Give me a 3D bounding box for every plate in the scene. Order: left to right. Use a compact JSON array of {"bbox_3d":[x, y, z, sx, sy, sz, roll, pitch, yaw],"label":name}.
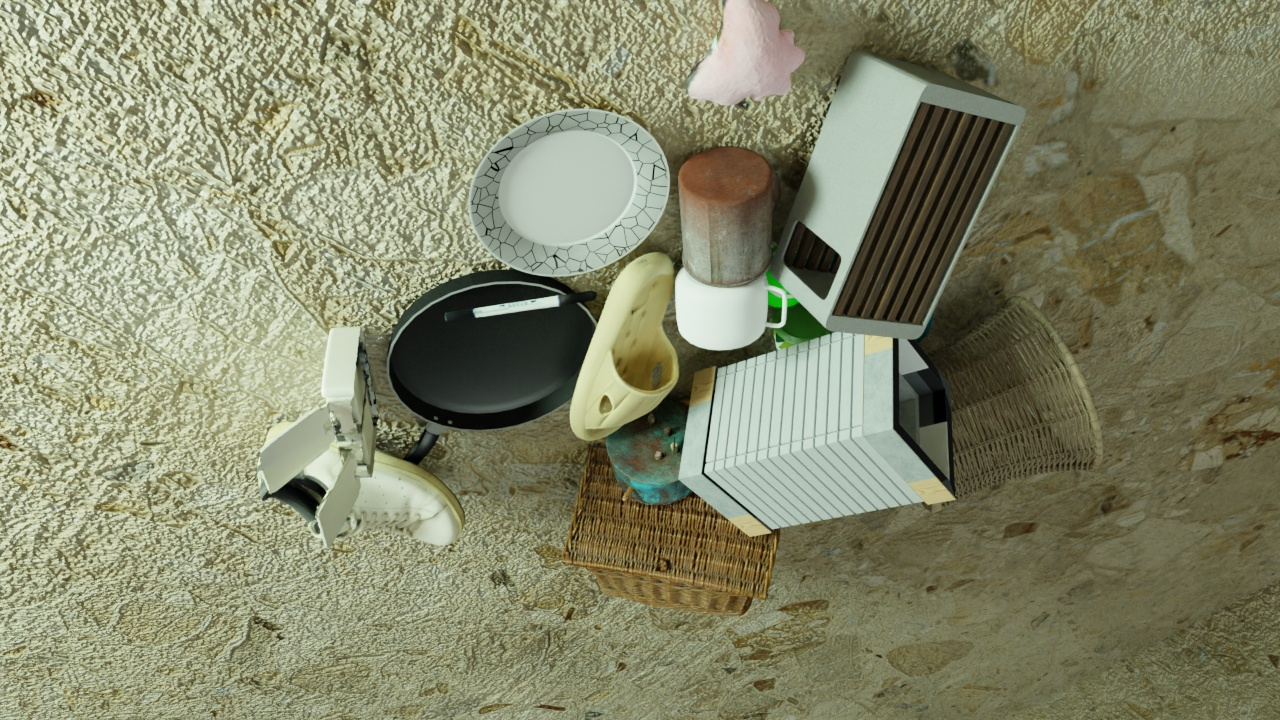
[{"bbox_3d":[-0.066,-0.155,0.856,0.188,0.016,0.189,-11,139,-10],"label":"plate"}]

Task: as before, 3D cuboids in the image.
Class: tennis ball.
[{"bbox_3d":[0.150,-0.089,0.975,0.065,0.065,0.065,-11,139,-10],"label":"tennis ball"}]

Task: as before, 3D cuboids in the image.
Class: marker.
[{"bbox_3d":[-0.116,-0.054,0.906,0.152,0.011,0.011,-9,139,-11],"label":"marker"}]

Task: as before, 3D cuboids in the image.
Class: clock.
[{"bbox_3d":[0.037,0.100,1.103,0.157,0.121,0.073,-21,144,-8],"label":"clock"}]

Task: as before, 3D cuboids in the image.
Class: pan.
[{"bbox_3d":[-0.195,0.034,1.005,0.225,0.034,0.357,21,126,-37],"label":"pan"}]

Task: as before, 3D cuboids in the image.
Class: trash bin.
[{"bbox_3d":[0.189,0.077,0.995,0.248,0.142,0.142,-19,135,35],"label":"trash bin"},{"bbox_3d":[0.230,-0.150,0.854,0.114,0.114,0.229,4,119,-25],"label":"trash bin"}]

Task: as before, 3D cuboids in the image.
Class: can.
[{"bbox_3d":[0.203,-0.008,1.070,0.083,0.083,0.144,-20,140,1],"label":"can"}]

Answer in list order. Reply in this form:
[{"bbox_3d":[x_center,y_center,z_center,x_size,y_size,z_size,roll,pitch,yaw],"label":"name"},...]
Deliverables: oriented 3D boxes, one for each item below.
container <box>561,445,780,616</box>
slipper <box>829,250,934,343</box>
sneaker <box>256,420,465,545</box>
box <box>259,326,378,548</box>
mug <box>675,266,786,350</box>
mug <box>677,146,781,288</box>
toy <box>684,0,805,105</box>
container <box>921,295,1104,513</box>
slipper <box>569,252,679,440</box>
[{"bbox_3d":[0.049,0.232,1.174,0.250,0.161,0.183,8,149,10],"label":"container"},{"bbox_3d":[0.274,-0.081,1.037,0.118,0.060,0.295,-22,140,8],"label":"slipper"},{"bbox_3d":[-0.306,0.158,1.005,0.241,0.102,0.089,30,129,-21],"label":"sneaker"},{"bbox_3d":[-0.301,0.070,0.903,0.066,0.185,0.146,12,134,6],"label":"box"},{"bbox_3d":[0.093,-0.060,0.934,0.116,0.094,0.068,10,126,21],"label":"mug"},{"bbox_3d":[0.094,-0.146,0.883,0.122,0.096,0.110,-40,151,-25],"label":"mug"},{"bbox_3d":[0.093,-0.259,0.775,0.093,0.050,0.103,8,130,-24],"label":"toy"},{"bbox_3d":[0.409,0.063,1.119,0.196,0.226,0.227,-22,140,6],"label":"container"},{"bbox_3d":[-0.006,0.006,0.985,0.111,0.079,0.262,-25,145,-40],"label":"slipper"}]
